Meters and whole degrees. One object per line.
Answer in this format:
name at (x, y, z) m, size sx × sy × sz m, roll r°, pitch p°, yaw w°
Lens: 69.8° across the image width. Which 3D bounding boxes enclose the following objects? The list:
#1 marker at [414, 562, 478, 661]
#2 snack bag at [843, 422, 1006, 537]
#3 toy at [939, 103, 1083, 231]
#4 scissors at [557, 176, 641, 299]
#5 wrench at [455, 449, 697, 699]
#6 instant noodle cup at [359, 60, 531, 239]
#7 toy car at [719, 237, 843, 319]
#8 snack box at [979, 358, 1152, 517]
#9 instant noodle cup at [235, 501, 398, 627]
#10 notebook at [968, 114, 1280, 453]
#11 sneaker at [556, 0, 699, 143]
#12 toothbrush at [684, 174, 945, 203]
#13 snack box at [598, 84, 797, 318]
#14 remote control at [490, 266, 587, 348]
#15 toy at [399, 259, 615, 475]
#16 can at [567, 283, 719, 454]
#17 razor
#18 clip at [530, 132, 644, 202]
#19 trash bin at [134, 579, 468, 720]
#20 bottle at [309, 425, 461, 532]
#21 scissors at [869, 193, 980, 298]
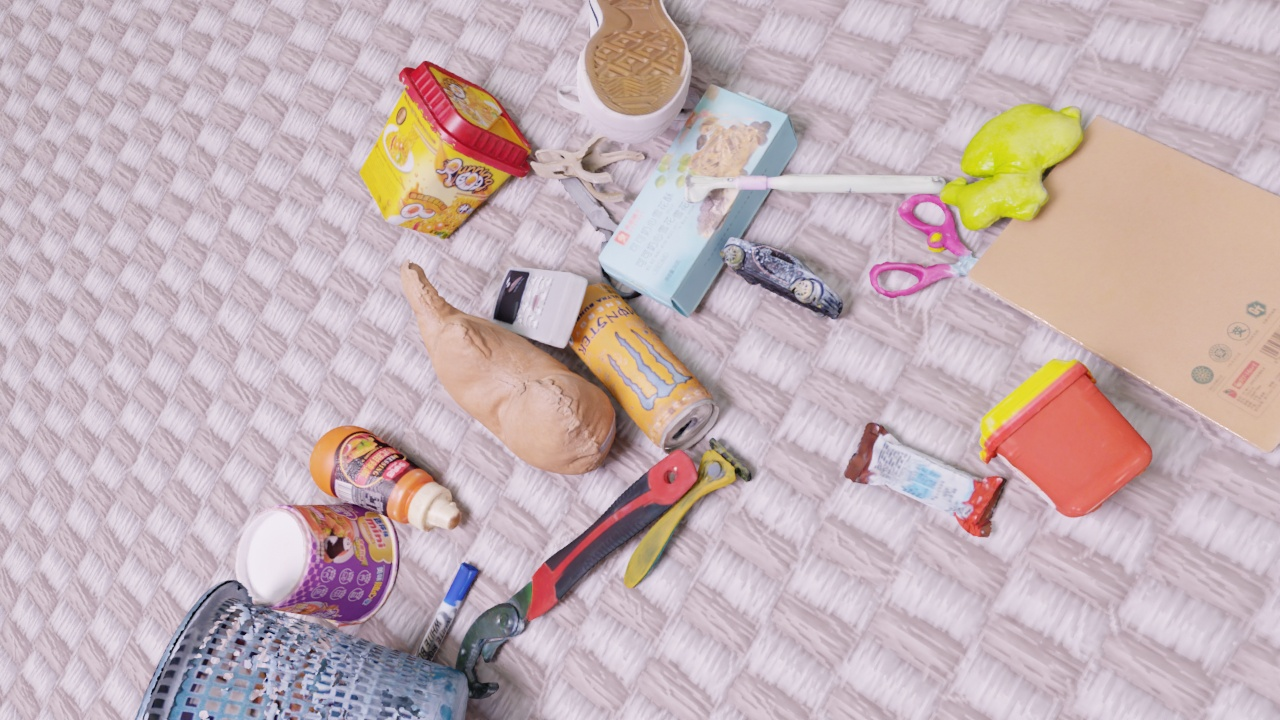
marker at (-0.176, 0.237, 0.767) m, size 0.017 × 0.017 × 0.146 m, roll 27°, pitch 89°, yaw 30°
snack bag at (0.191, 0.080, 0.620) m, size 0.105 × 0.026 × 0.045 m, roll 24°, pitch 97°, yaw 31°
toy at (0.256, -0.138, 0.638) m, size 0.097 × 0.031 × 0.100 m, roll -10°, pitch 58°, yaw 31°
scissors at (-0.043, -0.119, 0.800) m, size 0.175 × 0.014 × 0.132 m, roll 15°, pitch 82°, yaw 28°
wrench at (-0.056, 0.165, 0.713) m, size 0.274 × 0.016 × 0.056 m, roll -46°, pitch 55°, yaw 15°
instant noodle cup at (-0.184, -0.186, 0.840) m, size 0.124 × 0.116 × 0.116 m, roll -45°, pitch 61°, yaw 22°
toy car at (0.108, -0.063, 0.689) m, size 0.105 × 0.049 × 0.031 m, roll 32°, pitch 93°, yaw 29°
snack box at (0.258, 0.052, 0.561) m, size 0.082 × 0.091 × 0.080 m, roll -43°, pitch 69°, yaw 10°
instant noodle cup at (-0.282, 0.172, 0.793) m, size 0.112 × 0.099 × 0.111 m, roll -7°, pitch 73°, yaw 23°
notebook at (0.342, -0.057, 0.586) m, size 0.208 × 0.008 × 0.148 m, roll 38°, pitch 89°, yaw 29°
sneaker at (-0.010, -0.234, 0.760) m, size 0.118 × 0.088 × 0.240 m, roll -1°, pitch 43°, yaw -5°
toothbrush at (0.127, -0.128, 0.674) m, size 0.189 × 0.020 × 0.029 m, roll 0°, pitch 50°, yaw 4°
snack box at (0.047, -0.126, 0.726) m, size 0.074 × 0.051 × 0.174 m, roll 31°, pitch 86°, yaw 25°
remote control at (-0.088, -0.047, 0.756) m, size 0.150 × 0.021 × 0.058 m, roll 14°, pitch 85°, yaw 61°
toy at (-0.115, 0.009, 0.730) m, size 0.226 × 0.144 × 0.082 m, roll 35°, pitch 65°, yaw 20°
can at (-0.004, 0.004, 0.721) m, size 0.058 × 0.058 × 0.146 m, roll -47°, pitch 61°, yaw 8°
razor at (0.028, 0.121, 0.693) m, size 0.043 × 0.028 × 0.132 m, roll 42°, pitch 98°, yaw 26°
clip at (-0.040, -0.178, 0.800) m, size 0.095 × 0.035 × 0.102 m, roll -47°, pitch 51°, yaw -7°
trash bin at (-0.234, 0.289, 0.665) m, size 0.195 × 0.227 × 0.226 m, roll 11°, pitch 79°, yaw -5°
bottle at (-0.218, 0.109, 0.802) m, size 0.149 × 0.066 × 0.066 m, roll 23°, pitch 87°, yaw 23°
scissors at (0.224, -0.061, 0.648) m, size 0.108 × 0.017 × 0.135 m, roll -45°, pitch 63°, yaw 1°
